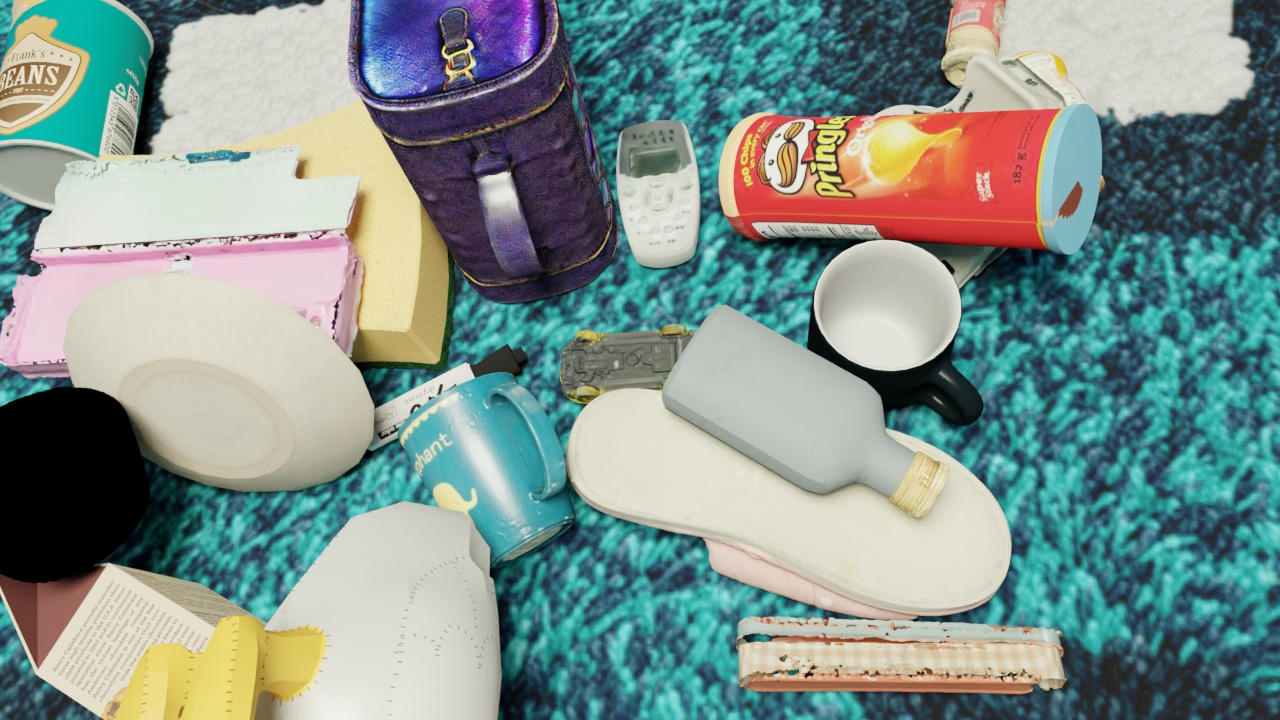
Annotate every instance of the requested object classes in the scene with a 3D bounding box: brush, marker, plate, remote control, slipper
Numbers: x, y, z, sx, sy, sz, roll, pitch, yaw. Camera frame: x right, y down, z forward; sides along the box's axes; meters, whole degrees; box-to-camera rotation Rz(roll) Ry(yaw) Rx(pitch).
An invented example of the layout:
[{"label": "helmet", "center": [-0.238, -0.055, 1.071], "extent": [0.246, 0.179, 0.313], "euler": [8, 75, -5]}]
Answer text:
[{"label": "brush", "center": [-0.267, -0.071, 0.662], "extent": [0.250, 0.075, 0.194], "euler": [-12, 68, 3]}, {"label": "marker", "center": [-0.137, 0.023, 0.636], "extent": [0.126, 0.025, 0.025], "euler": [-27, 68, -3]}, {"label": "plate", "center": [-0.263, 0.029, 0.569], "extent": [0.189, 0.189, 0.027], "euler": [-3, 42, 7]}, {"label": "remote control", "center": [0.013, -0.122, 0.669], "extent": [0.060, 0.028, 0.114], "euler": [-5, 69, 5]}, {"label": "slipper", "center": [0.087, 0.085, 0.568], "extent": [0.274, 0.054, 0.114], "euler": [16, 71, 9]}]

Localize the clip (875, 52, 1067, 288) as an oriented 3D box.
[{"label": "clip", "center": [0.211, -0.132, 0.614], "extent": [0.125, 0.081, 0.148], "euler": [49, 121, 18]}]

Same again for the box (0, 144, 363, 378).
[{"label": "box", "center": [-0.295, -0.071, 0.604], "extent": [0.230, 0.035, 0.159], "euler": [-3, 70, 7]}]

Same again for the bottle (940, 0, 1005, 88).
[{"label": "bottle", "center": [0.250, -0.256, 0.681], "extent": [0.044, 0.044, 0.109], "euler": [10, 71, 11]}]

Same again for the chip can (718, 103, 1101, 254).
[{"label": "chip can", "center": [0.158, -0.112, 0.568], "extent": [0.214, 0.087, 0.087], "euler": [11, 68, 41]}]

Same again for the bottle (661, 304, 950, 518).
[{"label": "bottle", "center": [0.097, 0.035, 0.530], "extent": [0.161, 0.046, 0.072], "euler": [30, 74, 14]}]

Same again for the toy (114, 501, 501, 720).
[{"label": "toy", "center": [-0.114, 0.191, 0.469], "extent": [0.141, 0.267, 0.246], "euler": [-25, 50, 35]}]

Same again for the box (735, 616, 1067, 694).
[{"label": "box", "center": [0.148, 0.177, 0.530], "extent": [0.187, 0.053, 0.058], "euler": [-2, 110, 8]}]

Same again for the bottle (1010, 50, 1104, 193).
[{"label": "bottle", "center": [0.276, -0.156, 0.628], "extent": [0.063, 0.063, 0.108], "euler": [-17, 69, 1]}]

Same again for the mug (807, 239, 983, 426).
[{"label": "mug", "center": [0.161, -0.005, 0.570], "extent": [0.085, 0.094, 0.121], "euler": [-44, 70, -9]}]

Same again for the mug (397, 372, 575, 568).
[{"label": "mug", "center": [-0.085, 0.065, 0.571], "extent": [0.084, 0.112, 0.104], "euler": [-18, 71, -41]}]

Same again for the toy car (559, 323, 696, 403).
[{"label": "toy car", "center": [-0.004, 0.004, 0.623], "extent": [0.107, 0.030, 0.049], "euler": [-4, 68, 9]}]

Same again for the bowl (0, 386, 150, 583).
[{"label": "bowl", "center": [-0.342, 0.078, 0.533], "extent": [0.115, 0.063, 0.115], "euler": [-4, 45, 4]}]

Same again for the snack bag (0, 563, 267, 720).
[{"label": "snack bag", "center": [-0.290, 0.177, 0.561], "extent": [0.206, 0.094, 0.069], "euler": [24, 74, 15]}]

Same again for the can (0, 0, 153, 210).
[{"label": "can", "center": [-0.448, -0.203, 0.722], "extent": [0.099, 0.099, 0.143], "euler": [-5, 69, 5]}]

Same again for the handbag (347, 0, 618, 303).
[{"label": "handbag", "center": [-0.095, -0.153, 0.605], "extent": [0.125, 0.205, 0.221], "euler": [-14, 62, 2]}]
